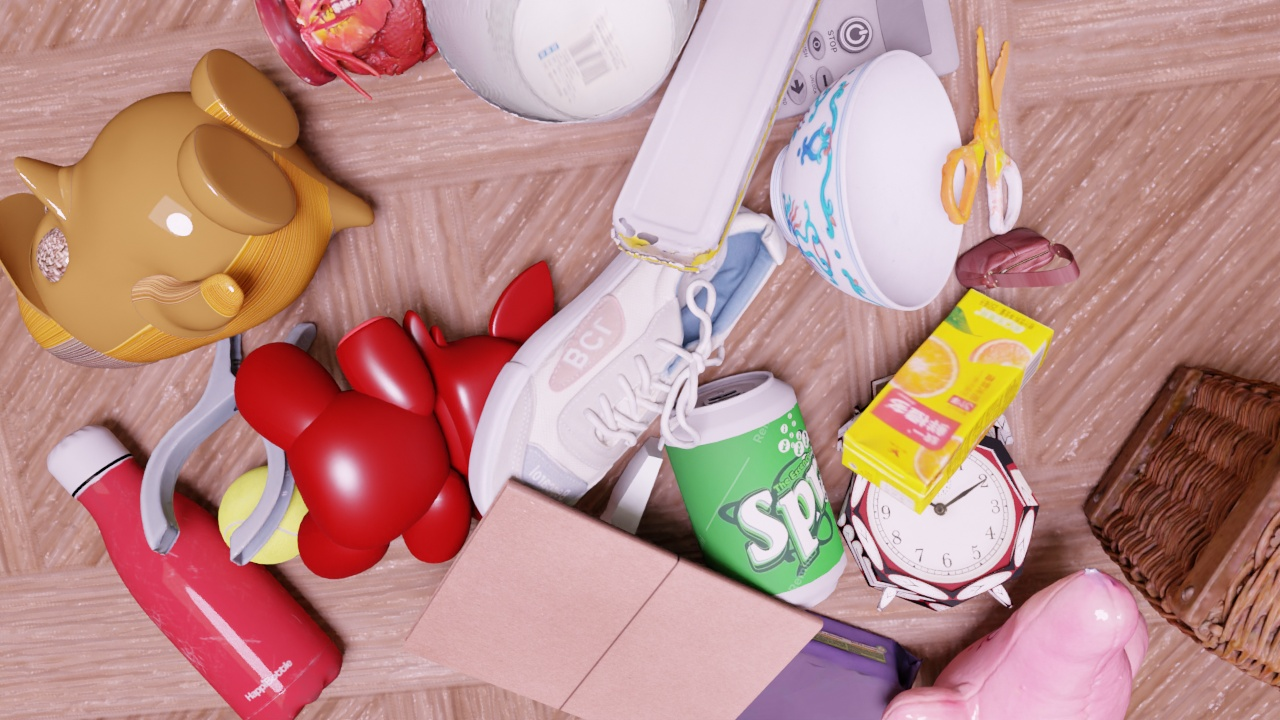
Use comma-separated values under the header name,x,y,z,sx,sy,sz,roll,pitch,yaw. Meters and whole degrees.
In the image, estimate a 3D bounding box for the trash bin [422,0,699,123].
name,x,y,z,sx,sy,sz,roll,pitch,yaw
trash bin,-0.034,-0.191,0.500,0.133,0.161,0.133,1,100,3

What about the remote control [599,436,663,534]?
name,x,y,z,sx,sy,sz,roll,pitch,yaw
remote control,-0.020,0.120,0.612,0.024,0.049,0.143,19,100,-1

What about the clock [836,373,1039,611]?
name,x,y,z,sx,sy,sz,roll,pitch,yaw
clock,0.183,0.080,0.587,0.115,0.065,0.154,-3,71,4

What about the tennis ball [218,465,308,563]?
name,x,y,z,sx,sy,sz,roll,pitch,yaw
tennis ball,-0.247,0.103,0.614,0.065,0.065,0.065,1,100,3

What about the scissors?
name,x,y,z,sx,sy,sz,roll,pitch,yaw
scissors,0.218,-0.138,0.561,0.096,0.012,0.133,23,79,-37

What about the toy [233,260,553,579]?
name,x,y,z,sx,sy,sz,roll,pitch,yaw
toy,-0.127,0.041,0.566,0.196,0.121,0.158,-24,109,-27

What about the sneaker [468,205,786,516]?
name,x,y,z,sx,sy,sz,roll,pitch,yaw
sneaker,-0.003,0.003,0.527,0.242,0.091,0.089,-52,127,-12

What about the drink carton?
name,x,y,z,sx,sy,sz,roll,pitch,yaw
drink carton,0.182,0.024,0.550,0.058,0.043,0.134,34,68,29

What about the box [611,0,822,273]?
name,x,y,z,sx,sy,sz,roll,pitch,yaw
box,0.046,-0.147,0.514,0.064,0.033,0.209,18,74,16

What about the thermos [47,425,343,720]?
name,x,y,z,sx,sy,sz,roll,pitch,yaw
thermos,-0.305,0.143,0.621,0.073,0.073,0.240,-39,95,9

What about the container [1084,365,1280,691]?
name,x,y,z,sx,sy,sz,roll,pitch,yaw
container,0.376,0.110,0.501,0.183,0.249,0.162,30,100,7

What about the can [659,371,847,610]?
name,x,y,z,sx,sy,sz,roll,pitch,yaw
can,0.072,0.084,0.581,0.088,0.087,0.140,-18,99,6

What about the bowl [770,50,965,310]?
name,x,y,z,sx,sy,sz,roll,pitch,yaw
bowl,0.125,-0.101,0.541,0.074,0.143,0.144,2,103,43

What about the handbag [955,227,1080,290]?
name,x,y,z,sx,sy,sz,roll,pitch,yaw
handbag,0.225,-0.055,0.531,0.055,0.119,0.029,-26,98,7

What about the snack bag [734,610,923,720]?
name,x,y,z,sx,sy,sz,roll,pitch,yaw
snack bag,0.078,0.211,0.619,0.205,0.058,0.096,18,101,-1

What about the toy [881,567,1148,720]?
name,x,y,z,sx,sy,sz,roll,pitch,yaw
toy,0.242,0.200,0.565,0.192,0.096,0.237,-14,135,-15

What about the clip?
name,x,y,z,sx,sy,sz,roll,pitch,yaw
clip,-0.282,0.043,0.586,0.127,0.028,0.166,5,66,-2

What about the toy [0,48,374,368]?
name,x,y,z,sx,sy,sz,roll,pitch,yaw
toy,-0.290,-0.074,0.547,0.204,0.198,0.162,-30,140,20

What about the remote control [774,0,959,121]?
name,x,y,z,sx,sy,sz,roll,pitch,yaw
remote control,0.114,-0.195,0.563,0.151,0.019,0.074,-14,99,6

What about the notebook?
name,x,y,z,sx,sy,sz,roll,pitch,yaw
notebook,-0.017,0.163,0.549,0.209,0.008,0.142,27,116,-16

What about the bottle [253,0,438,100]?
name,x,y,z,sx,sy,sz,roll,pitch,yaw
bottle,-0.161,-0.211,0.538,0.111,0.098,0.099,-19,99,11
